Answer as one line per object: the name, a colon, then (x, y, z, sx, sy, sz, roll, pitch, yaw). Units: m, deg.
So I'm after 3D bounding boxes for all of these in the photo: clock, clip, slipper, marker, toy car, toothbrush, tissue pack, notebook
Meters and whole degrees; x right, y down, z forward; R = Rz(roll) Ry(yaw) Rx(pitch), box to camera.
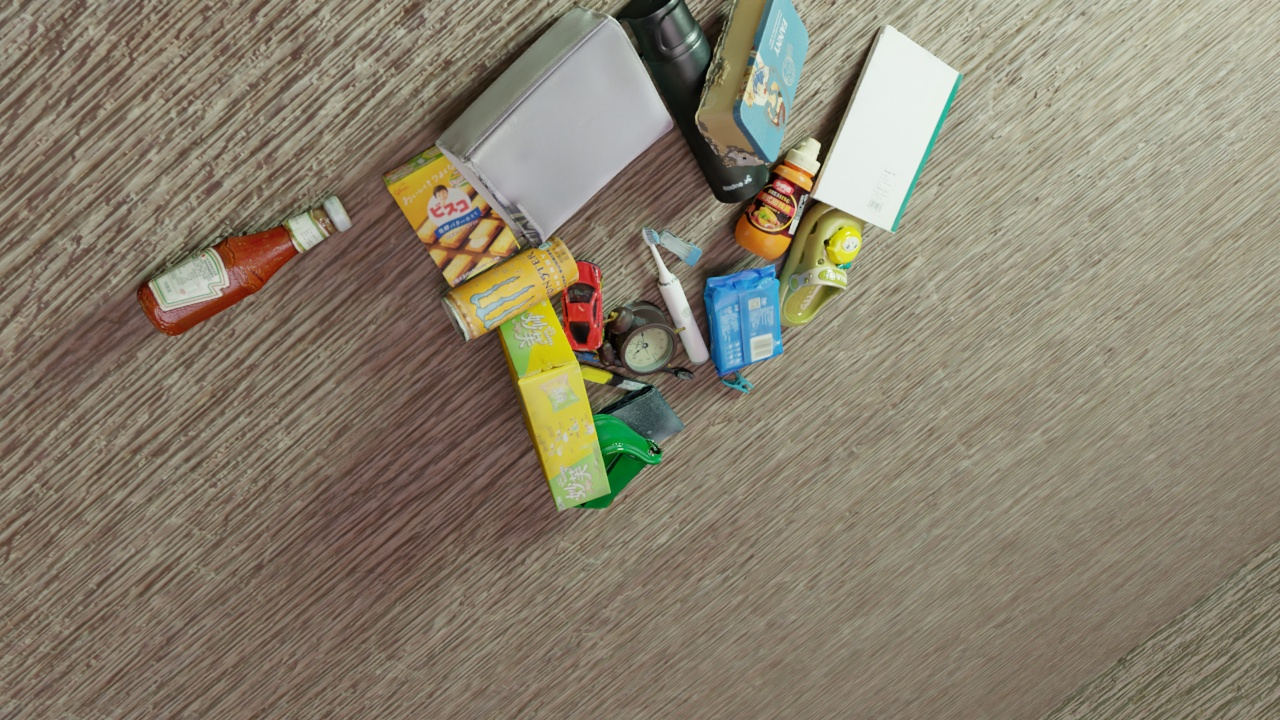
clock: (-0.009, -0.027, 1.126, 0.121, 0.055, 0.082, 7, 120, -29)
clip: (0.044, -0.137, 1.099, 0.058, 0.045, 0.027, 26, 110, -32)
slipper: (0.236, -0.114, 1.174, 0.091, 0.081, 0.191, 4, 124, -32)
marker: (-0.031, 0.025, 1.182, 0.124, 0.015, 0.018, 16, 119, -38)
toy car: (-0.068, -0.063, 1.066, 0.049, 0.031, 0.106, 2, 106, 5)
toothbrush: (0.042, -0.078, 1.135, 0.026, 0.026, 0.221, -60, 142, -33)
tissue pack: (0.131, -0.053, 1.177, 0.095, 0.052, 0.157, -16, 129, -7)
clip: (0.135, 0.030, 1.270, 0.055, 0.013, 0.039, 32, 106, -38)
notebook: (0.299, -0.271, 1.103, 0.150, 0.012, 0.209, 15, 102, -34)
toothbrush: (-0.007, 0.007, 1.179, 0.189, 0.016, 0.014, 11, 112, -31)

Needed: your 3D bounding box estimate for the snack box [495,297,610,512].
snack box: (-0.104, 0.046, 1.063, 0.070, 0.157, 0.210, -19, 130, -9)

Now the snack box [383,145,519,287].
snack box: (-0.194, -0.153, 0.956, 0.087, 0.033, 0.140, -30, 130, -5)

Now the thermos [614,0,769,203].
thermos: (0.053, -0.276, 0.979, 0.090, 0.068, 0.242, -14, 135, 25)

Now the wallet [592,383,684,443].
wallet: (-0.013, 0.090, 1.226, 0.121, 0.019, 0.097, -29, 132, 8)

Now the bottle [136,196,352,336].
bottle: (-0.378, -0.096, 0.888, 0.206, 0.060, 0.060, -31, 132, -9)

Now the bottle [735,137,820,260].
bottle: (0.171, -0.196, 1.096, 0.066, 0.067, 0.150, 19, 106, -36)

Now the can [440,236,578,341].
can: (-0.142, -0.079, 1.005, 0.145, 0.058, 0.058, -31, 132, -15)

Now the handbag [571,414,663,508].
handbag: (-0.049, 0.138, 1.208, 0.120, 0.068, 0.132, 22, 122, -41)

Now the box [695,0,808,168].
box: (0.118, -0.293, 0.940, 0.089, 0.060, 0.184, 37, 65, -49)

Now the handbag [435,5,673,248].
handbag: (-0.080, -0.226, 0.902, 0.197, 0.098, 0.145, -45, 131, -5)
